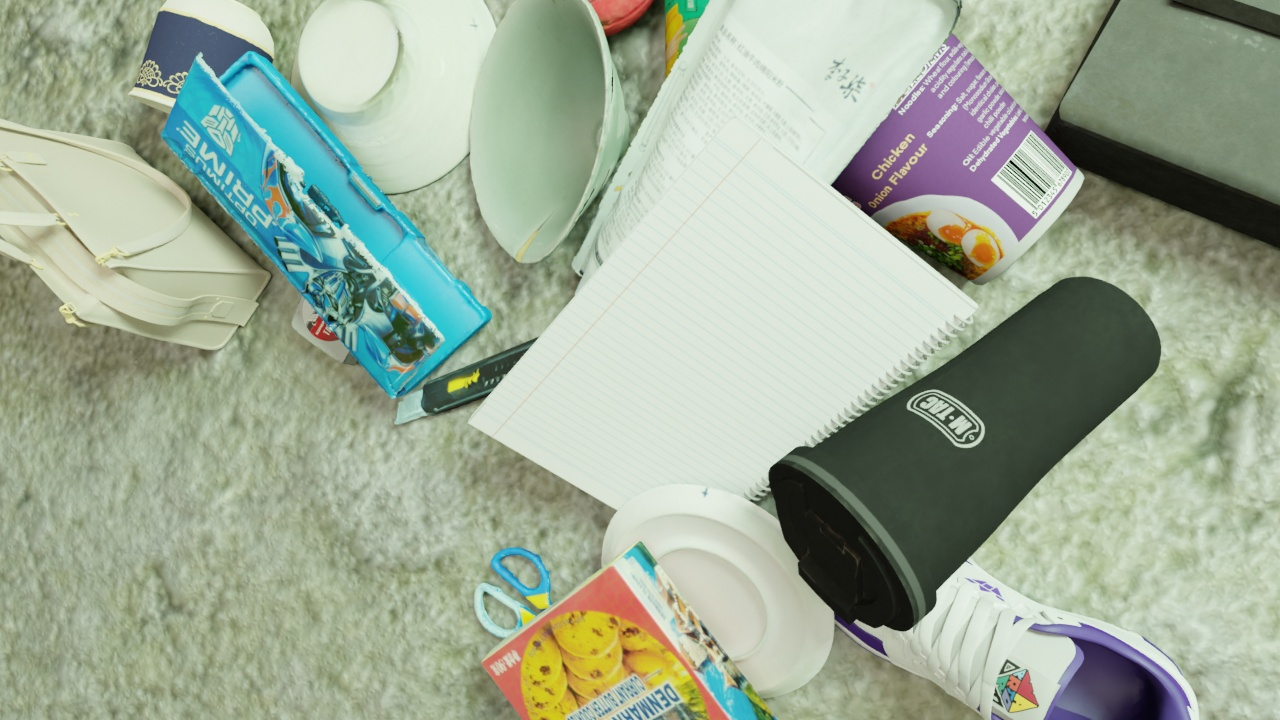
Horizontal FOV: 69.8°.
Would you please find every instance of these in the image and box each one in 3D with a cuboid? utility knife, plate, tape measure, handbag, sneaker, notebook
[{"bbox_3d":[-0.097,0.008,0.648,0.188,0.020,0.028,-21,81,16],"label":"utility knife"},{"bbox_3d":[0.043,0.149,0.571,0.157,0.014,0.157,12,118,24],"label":"plate"},{"bbox_3d":[-0.223,-0.036,0.684,0.062,0.020,0.060,31,92,14],"label":"tape measure"},{"bbox_3d":[0.354,-0.173,0.478,0.197,0.102,0.199,27,96,15],"label":"handbag"},{"bbox_3d":[-0.397,-0.093,0.643,0.194,0.197,0.101,40,99,14],"label":"handbag"},{"bbox_3d":[0.188,0.158,0.513,0.244,0.111,0.092,24,95,15],"label":"sneaker"},{"bbox_3d":[0.041,0.004,0.527,0.178,0.013,0.246,33,120,-19],"label":"notebook"}]

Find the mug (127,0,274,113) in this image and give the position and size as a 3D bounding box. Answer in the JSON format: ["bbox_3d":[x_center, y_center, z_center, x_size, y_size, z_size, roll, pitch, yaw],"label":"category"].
[{"bbox_3d":[-0.329,-0.226,0.695,0.112,0.085,0.089,20,92,51],"label":"mug"}]

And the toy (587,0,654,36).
[{"bbox_3d":[-0.028,-0.277,0.615,0.092,0.062,0.132,-3,77,13],"label":"toy"}]

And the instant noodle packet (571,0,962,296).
[{"bbox_3d":[0.052,-0.116,0.523,0.147,0.057,0.270,55,125,31],"label":"instant noodle packet"}]

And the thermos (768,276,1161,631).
[{"bbox_3d":[0.177,0.042,0.495,0.218,0.106,0.106,-35,79,-14],"label":"thermos"}]

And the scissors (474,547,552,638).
[{"bbox_3d":[-0.056,0.178,0.636,0.131,0.022,0.070,28,96,19],"label":"scissors"}]

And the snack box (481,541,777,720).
[{"bbox_3d":[-0.010,0.210,0.580,0.143,0.040,0.145,-42,83,30],"label":"snack box"}]

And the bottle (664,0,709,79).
[{"bbox_3d":[0.049,-0.260,0.586,0.068,0.068,0.209,-1,89,16],"label":"bottle"}]

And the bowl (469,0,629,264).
[{"bbox_3d":[-0.046,-0.152,0.607,0.174,0.067,0.174,5,97,53],"label":"bowl"}]

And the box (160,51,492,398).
[{"bbox_3d":[-0.218,-0.090,0.618,0.092,0.085,0.243,-41,93,4],"label":"box"}]

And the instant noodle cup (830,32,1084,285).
[{"bbox_3d":[0.172,-0.107,0.529,0.122,0.122,0.137,40,90,4],"label":"instant noodle cup"}]

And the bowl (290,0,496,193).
[{"bbox_3d":[-0.192,-0.213,0.660,0.177,0.057,0.176,0,88,16],"label":"bowl"}]
